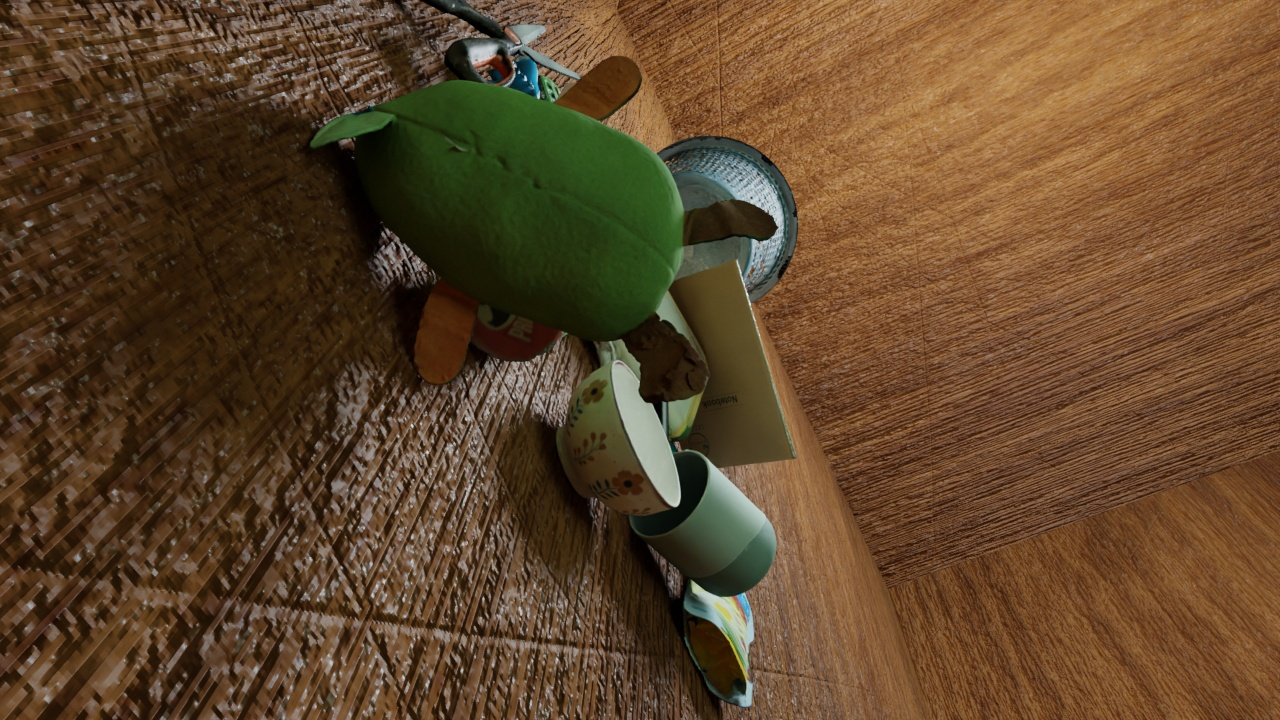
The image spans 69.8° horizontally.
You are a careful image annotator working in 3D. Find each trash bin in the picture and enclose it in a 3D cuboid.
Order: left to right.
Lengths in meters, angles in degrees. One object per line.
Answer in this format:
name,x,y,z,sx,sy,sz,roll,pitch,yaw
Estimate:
trash bin,0.065,-0.149,1.081,0.226,0.227,0.194,65,18,-7

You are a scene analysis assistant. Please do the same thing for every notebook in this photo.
notebook,0.075,0.012,0.961,0.008,0.148,0.207,-20,94,-45

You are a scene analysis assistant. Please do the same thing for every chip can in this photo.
chip can,-0.061,-0.052,0.676,0.072,0.072,0.235,65,12,-5

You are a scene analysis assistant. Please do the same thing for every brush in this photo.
brush,-0.113,-0.238,0.862,0.109,0.060,0.314,60,12,-51

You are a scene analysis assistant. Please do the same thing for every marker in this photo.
marker,0.015,0.073,0.807,0.022,0.020,0.132,13,68,-34

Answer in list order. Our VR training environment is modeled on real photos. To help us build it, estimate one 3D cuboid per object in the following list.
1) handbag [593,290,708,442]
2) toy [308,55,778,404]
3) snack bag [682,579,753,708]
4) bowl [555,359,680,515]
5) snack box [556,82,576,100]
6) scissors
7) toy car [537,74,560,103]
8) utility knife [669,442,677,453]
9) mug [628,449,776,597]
handbag,-0.005,0.005,0.872,0.163,0.063,0.178,57,30,-27
toy,-0.053,-0.081,0.515,0.247,0.226,0.090,28,-19,3
snack bag,0.073,0.224,0.829,0.110,0.039,0.190,53,12,-3
bowl,-0.022,0.062,0.659,0.113,0.062,0.113,-22,90,-78
snack box,-0.055,-0.173,0.773,0.157,0.026,0.084,-81,164,-58
scissors,-0.126,-0.280,0.773,0.222,0.022,0.220,35,30,-25
toy car,-0.101,-0.263,0.975,0.036,0.043,0.091,49,20,-63
utility knife,0.063,0.145,0.988,0.209,0.013,0.029,59,14,-31
mug,0.054,0.128,0.762,0.106,0.082,0.111,44,25,-29
